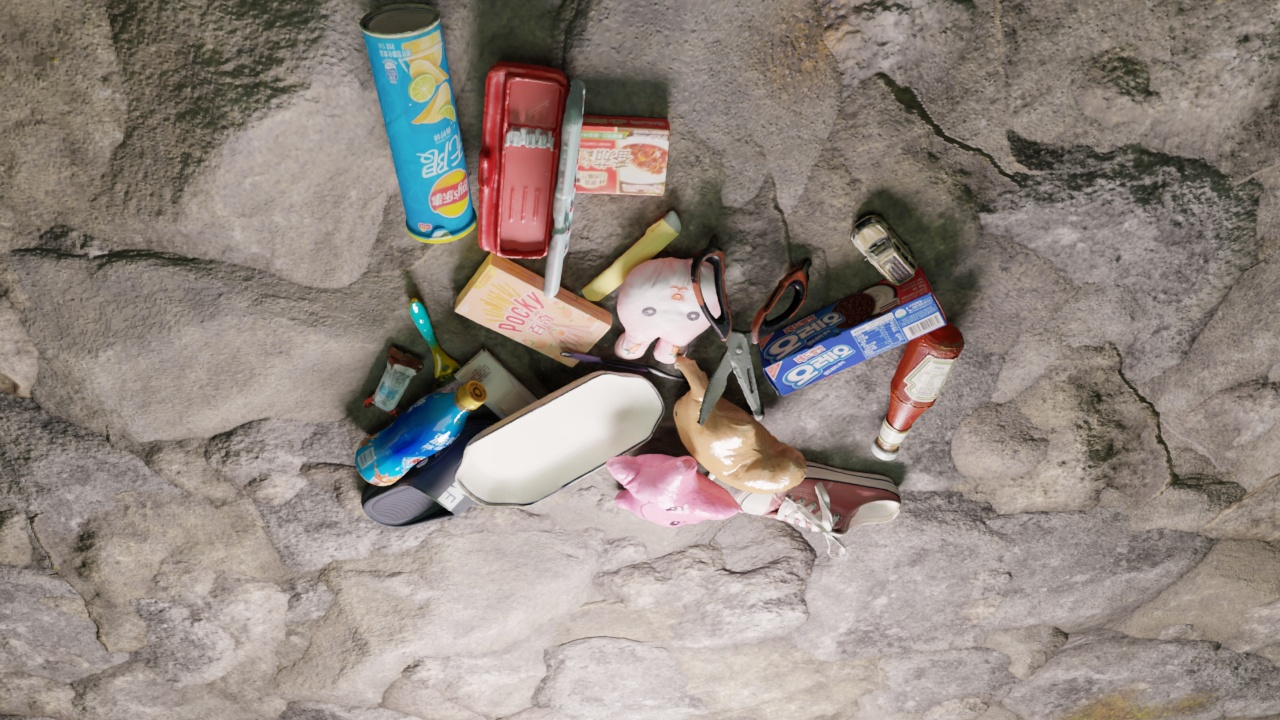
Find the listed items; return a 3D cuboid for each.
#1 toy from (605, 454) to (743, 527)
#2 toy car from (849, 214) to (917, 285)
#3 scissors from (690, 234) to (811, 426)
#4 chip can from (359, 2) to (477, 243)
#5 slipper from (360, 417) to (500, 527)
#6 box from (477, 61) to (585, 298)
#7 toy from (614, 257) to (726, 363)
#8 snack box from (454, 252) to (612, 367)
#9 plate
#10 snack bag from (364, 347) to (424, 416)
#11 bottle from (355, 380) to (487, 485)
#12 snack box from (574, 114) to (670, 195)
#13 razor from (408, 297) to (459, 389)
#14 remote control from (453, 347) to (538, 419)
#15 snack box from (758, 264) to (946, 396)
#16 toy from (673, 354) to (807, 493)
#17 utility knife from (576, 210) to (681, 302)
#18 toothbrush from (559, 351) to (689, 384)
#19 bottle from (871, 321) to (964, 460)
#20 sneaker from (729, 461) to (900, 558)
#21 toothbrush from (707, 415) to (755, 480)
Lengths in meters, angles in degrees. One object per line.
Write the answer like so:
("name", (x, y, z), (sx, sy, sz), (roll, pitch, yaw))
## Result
("toy", (0.046, 0.167, 1.177), (0.178, 0.074, 0.195), (10, 151, 8))
("toy car", (0.262, -0.119, 0.988), (0.042, 0.035, 0.090), (-35, 122, 24))
("scissors", (0.107, -0.033, 1.000), (0.189, 0.015, 0.225), (34, 90, -29))
("chip can", (-0.203, -0.216, 0.855), (0.071, 0.071, 0.211), (-3, 132, 0))
("slipper", (-0.258, 0.169, 1.192), (0.269, 0.083, 0.110), (-29, 129, 23))
("box", (-0.106, -0.164, 0.854), (0.094, 0.100, 0.201), (5, 130, -7))
("toy", (0.029, -0.051, 1.028), (0.121, 0.054, 0.160), (4, 138, -13))
("snack box", (-0.119, -0.054, 1.030), (0.157, 0.026, 0.085), (26, 131, -24))
("plate", (-0.100, 0.091, 1.119), (0.266, 0.034, 0.162), (-29, 139, 4))
("snack bag", (-0.297, 0.029, 1.100), (0.045, 0.026, 0.106), (27, 125, -13))
("bottle", (-0.262, 0.083, 1.106), (0.065, 0.065, 0.219), (36, 129, -29))
("snack box", (-0.050, -0.203, 0.905), (0.153, 0.025, 0.075), (2, 131, -4))
("razor", (-0.239, -0.024, 1.054), (0.043, 0.028, 0.133), (-28, 135, -12))
("remote control", (-0.166, 0.040, 1.107), (0.049, 0.024, 0.125), (-44, 125, -3))
("snack box", (0.237, -0.031, 1.049), (0.208, 0.058, 0.057), (-26, 128, 19))
("toy", (0.098, 0.084, 1.109), (0.226, 0.082, 0.144), (41, 147, -22))
("utility knife", (-0.019, -0.102, 1.001), (0.031, 0.019, 0.179), (37, 120, -25))
("toothbrush", (-0.006, 0.006, 1.083), (0.189, 0.016, 0.014), (11, 140, -23))
("bottle", (0.330, 0.042, 1.118), (0.059, 0.059, 0.207), (5, 132, -7))
("sneaker", (0.241, 0.198, 1.233), (0.241, 0.087, 0.118), (6, 131, -9))
("toothbrush", (0.109, 0.140, 1.223), (0.020, 0.029, 0.190), (40, 128, 17))
